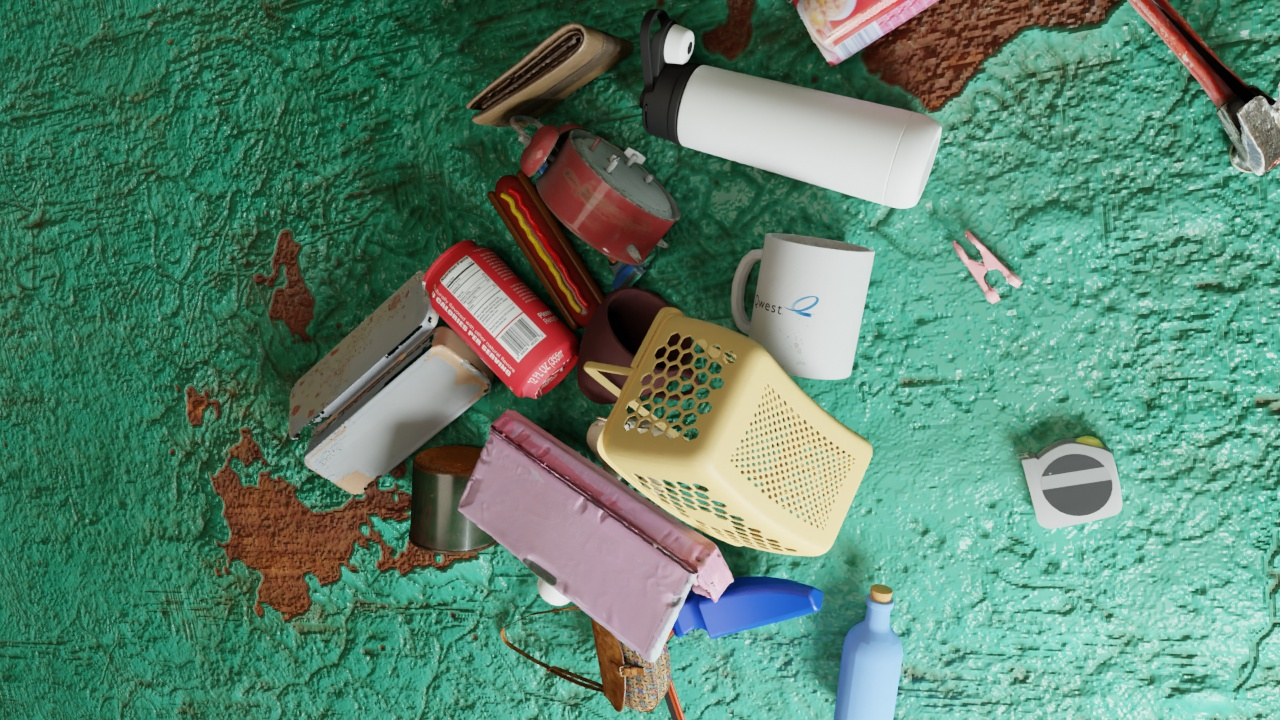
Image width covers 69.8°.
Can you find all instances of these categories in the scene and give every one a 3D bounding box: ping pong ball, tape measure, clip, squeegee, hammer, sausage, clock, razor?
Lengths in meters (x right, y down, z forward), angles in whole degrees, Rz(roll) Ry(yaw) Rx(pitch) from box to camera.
[{"bbox_3d":[-0.077,0.210,0.864,0.040,0.040,0.040,4,102,21],"label":"ping pong ball"},{"bbox_3d":[0.324,0.091,0.692,0.065,0.016,0.064,-15,95,24],"label":"tape measure"},{"bbox_3d":[0.255,-0.067,0.688,0.060,0.023,0.044,30,108,8],"label":"clip"},{"bbox_3d":[0.075,0.213,0.795,0.185,0.055,0.249,-19,90,39],"label":"squeegee"},{"bbox_3d":[0.305,-0.256,0.586,0.036,0.140,0.326,-38,77,23],"label":"hammer"},{"bbox_3d":[-0.080,-0.096,0.805,0.040,0.040,0.155,-34,87,24],"label":"sausage"},{"bbox_3d":[-0.036,-0.149,0.736,0.157,0.109,0.062,42,113,3],"label":"clock"},{"bbox_3d":[-0.044,-0.123,0.797,0.141,0.018,0.044,53,139,7],"label":"razor"}]

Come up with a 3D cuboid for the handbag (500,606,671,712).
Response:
[{"bbox_3d":[-0.064,0.270,0.857,0.196,0.043,0.093,-2,102,35],"label":"handbag"}]

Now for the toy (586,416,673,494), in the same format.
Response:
[{"bbox_3d":[-0.007,0.074,0.800,0.087,0.050,0.112,11,134,23],"label":"toy"}]

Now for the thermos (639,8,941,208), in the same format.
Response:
[{"bbox_3d":[0.107,-0.190,0.689,0.230,0.068,0.101,20,132,18],"label":"thermos"}]

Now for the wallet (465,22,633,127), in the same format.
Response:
[{"bbox_3d":[-0.072,-0.228,0.743,0.121,0.098,0.027,-29,91,24],"label":"wallet"}]

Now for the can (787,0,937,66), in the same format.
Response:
[{"bbox_3d":[0.173,-0.271,0.654,0.125,0.066,0.066,-29,89,24],"label":"can"}]

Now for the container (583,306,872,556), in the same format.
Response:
[{"bbox_3d":[0.056,0.059,0.694,0.167,0.183,0.129,10,68,51],"label":"container"}]

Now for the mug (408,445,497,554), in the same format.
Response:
[{"bbox_3d":[-0.183,0.126,0.872,0.111,0.084,0.081,15,105,43],"label":"mug"}]

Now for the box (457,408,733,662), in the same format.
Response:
[{"bbox_3d":[-0.049,0.147,0.765,0.233,0.099,0.106,31,74,27],"label":"box"}]

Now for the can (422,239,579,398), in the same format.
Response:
[{"bbox_3d":[-0.123,-0.036,0.815,0.142,0.074,0.075,45,113,8],"label":"can"}]

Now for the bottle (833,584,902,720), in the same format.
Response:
[{"bbox_3d":[0.191,0.248,0.760,0.048,0.048,0.131,9,104,20],"label":"bottle"}]

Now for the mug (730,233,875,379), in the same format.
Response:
[{"bbox_3d":[0.118,-0.048,0.721,0.120,0.083,0.096,22,110,45],"label":"mug"}]

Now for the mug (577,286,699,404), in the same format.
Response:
[{"bbox_3d":[-0.005,0.005,0.782,0.114,0.086,0.089,30,132,-15],"label":"mug"}]

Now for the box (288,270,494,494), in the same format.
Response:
[{"bbox_3d":[-0.246,0.024,0.897,0.218,0.095,0.115,-36,117,24],"label":"box"}]
